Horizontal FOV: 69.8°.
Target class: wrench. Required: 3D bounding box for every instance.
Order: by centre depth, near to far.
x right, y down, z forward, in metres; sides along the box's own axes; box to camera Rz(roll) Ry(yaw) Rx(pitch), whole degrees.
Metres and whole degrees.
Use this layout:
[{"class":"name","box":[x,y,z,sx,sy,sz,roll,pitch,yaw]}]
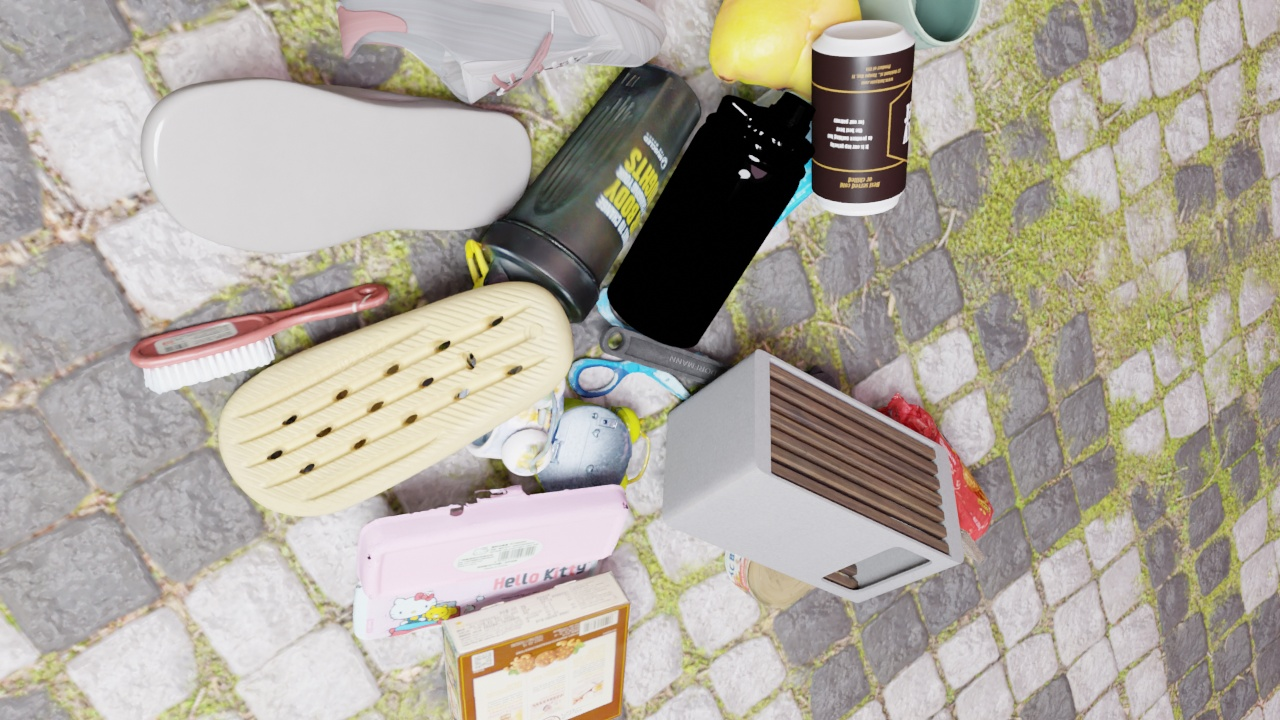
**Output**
[{"class":"wrench","box":[0.079,0.015,0.814,0.273,0.018,0.073,18,93,-32]}]

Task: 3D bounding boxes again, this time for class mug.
[{"class":"mug","box":[0.235,-0.313,0.785,0.111,0.104,0.084,-33,113,-17]}]

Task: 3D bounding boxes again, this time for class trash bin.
[{"class":"trash bin","box":[0.147,0.106,0.783,0.228,0.115,0.114,26,48,-25]}]

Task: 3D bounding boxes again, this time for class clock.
[{"class":"clock","box":[-0.090,0.035,0.678,0.052,0.125,0.089,8,95,-34]},{"class":"clock","box":[-0.042,0.074,0.748,0.119,0.057,0.083,13,93,-28]}]

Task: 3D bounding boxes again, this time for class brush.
[{"class":"brush","box":[-0.256,-0.017,0.636,0.172,0.041,0.030,-19,125,-25]},{"class":"brush","box":[0.257,0.145,0.865,0.008,0.143,0.045,-48,125,-10]}]

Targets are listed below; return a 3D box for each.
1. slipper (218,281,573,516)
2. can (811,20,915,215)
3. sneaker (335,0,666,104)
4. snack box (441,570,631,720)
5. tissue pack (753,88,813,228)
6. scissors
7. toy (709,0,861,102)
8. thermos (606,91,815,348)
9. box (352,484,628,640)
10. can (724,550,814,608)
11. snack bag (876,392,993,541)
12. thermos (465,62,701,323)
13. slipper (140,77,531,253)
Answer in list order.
[{"class":"slipper","box":[-0.162,0.028,0.643,0.262,0.079,0.111,-24,81,8]},{"class":"can","box":[0.163,-0.179,0.681,0.071,0.072,0.129,-22,125,-22]},{"class":"sneaker","box":[-0.097,-0.221,0.642,0.236,0.099,0.089,6,96,-21]},{"class":"snack box","box":[-0.083,0.254,0.746,0.143,0.041,0.147,-12,126,-24]},{"class":"tissue pack","box":[0.115,-0.174,0.765,0.144,0.062,0.093,-41,90,-17]},{"class":"scissors","box":[-0.003,0.007,0.781,0.140,0.013,0.117,44,77,-29]},{"class":"toy","box":[0.128,-0.302,0.715,0.134,0.087,0.193,8,83,-17]},{"class":"thermos","box":[0.057,-0.112,0.696,0.086,0.086,0.199,15,122,-29]},{"class":"box","box":[-0.116,0.158,0.706,0.201,0.037,0.153,-5,134,-25]},{"class":"can","box":[0.125,0.185,0.863,0.086,0.043,0.086,-6,103,-26]},{"class":"snack bag","box":[0.284,0.117,0.910,0.082,0.082,0.176,-47,116,-12]},{"class":"thermos","box":[-0.040,-0.121,0.686,0.098,0.098,0.220,40,73,-27]},{"class":"slipper","box":[-0.200,-0.141,0.624,0.265,0.080,0.113,-12,126,-39]}]
